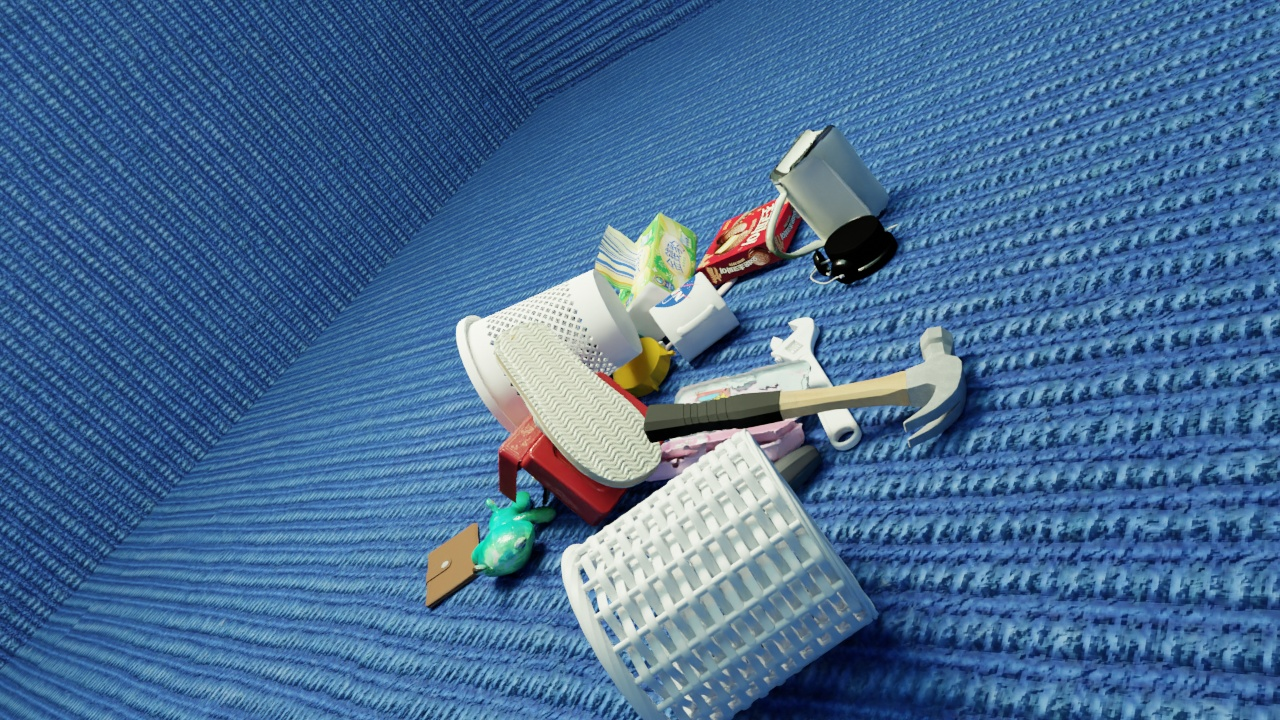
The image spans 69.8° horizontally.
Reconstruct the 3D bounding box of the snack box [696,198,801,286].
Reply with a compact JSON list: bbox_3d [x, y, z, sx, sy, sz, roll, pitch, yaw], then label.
[{"bbox_3d":[0.171,-0.186,1.412,0.133,0.036,0.151,-20,26,36],"label":"snack box"}]

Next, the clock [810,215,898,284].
[{"bbox_3d":[0.274,-0.139,1.194,0.120,0.042,0.091,-40,24,-2],"label":"clock"}]

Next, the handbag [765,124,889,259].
[{"bbox_3d":[0.239,-0.207,1.236,0.175,0.151,0.074,-49,22,-11],"label":"handbag"}]

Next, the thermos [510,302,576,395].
[{"bbox_3d":[-0.160,-0.001,1.515,0.082,0.082,0.239,-28,26,23],"label":"thermos"}]

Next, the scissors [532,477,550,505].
[{"bbox_3d":[-0.125,0.142,1.280,0.180,0.015,0.184,-11,30,46],"label":"scissors"}]

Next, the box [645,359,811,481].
[{"bbox_3d":[0.101,0.079,1.050,0.202,0.066,0.153,-15,29,42],"label":"box"}]

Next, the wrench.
[{"bbox_3d":[0.201,0.023,1.051,0.066,0.018,0.273,-33,26,11],"label":"wrench"}]

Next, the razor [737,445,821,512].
[{"bbox_3d":[0.124,0.135,0.936,0.143,0.047,0.052,-39,48,-6],"label":"razor"}]

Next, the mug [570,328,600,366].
[{"bbox_3d":[-0.073,-0.015,1.410,0.077,0.071,0.105,-33,-7,12],"label":"mug"}]

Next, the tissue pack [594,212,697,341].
[{"bbox_3d":[-0.001,-0.141,1.405,0.120,0.141,0.197,-51,20,31],"label":"tissue pack"}]

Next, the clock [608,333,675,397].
[{"bbox_3d":[-0.008,0.008,1.322,0.130,0.043,0.099,8,67,48],"label":"clock"}]

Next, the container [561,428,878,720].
[{"bbox_3d":[0.064,0.184,0.756,0.187,0.189,0.189,-36,24,4],"label":"container"}]

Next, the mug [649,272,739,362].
[{"bbox_3d":[0.075,-0.058,1.262,0.090,0.091,0.121,-37,7,4],"label":"mug"}]

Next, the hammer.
[{"bbox_3d":[0.161,0.044,0.941,0.329,0.039,0.130,-10,38,21],"label":"hammer"}]

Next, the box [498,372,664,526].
[{"bbox_3d":[-0.070,0.118,1.150,0.170,0.157,0.156,29,58,18],"label":"box"}]

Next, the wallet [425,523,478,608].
[{"bbox_3d":[-0.257,0.277,1.253,0.087,0.013,0.121,-35,25,4],"label":"wallet"}]

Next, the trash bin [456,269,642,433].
[{"bbox_3d":[-0.117,-0.020,1.281,0.200,0.195,0.195,-29,26,10],"label":"trash bin"}]

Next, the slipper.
[{"bbox_3d":[-0.077,0.053,1.075,0.114,0.052,0.263,-28,58,-29],"label":"slipper"}]

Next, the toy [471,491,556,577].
[{"bbox_3d":[-0.174,0.220,1.177,0.131,0.072,0.193,-38,15,4],"label":"toy"}]

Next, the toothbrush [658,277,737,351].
[{"bbox_3d":[0.083,-0.069,1.372,0.181,0.018,0.016,-44,21,-14],"label":"toothbrush"}]
